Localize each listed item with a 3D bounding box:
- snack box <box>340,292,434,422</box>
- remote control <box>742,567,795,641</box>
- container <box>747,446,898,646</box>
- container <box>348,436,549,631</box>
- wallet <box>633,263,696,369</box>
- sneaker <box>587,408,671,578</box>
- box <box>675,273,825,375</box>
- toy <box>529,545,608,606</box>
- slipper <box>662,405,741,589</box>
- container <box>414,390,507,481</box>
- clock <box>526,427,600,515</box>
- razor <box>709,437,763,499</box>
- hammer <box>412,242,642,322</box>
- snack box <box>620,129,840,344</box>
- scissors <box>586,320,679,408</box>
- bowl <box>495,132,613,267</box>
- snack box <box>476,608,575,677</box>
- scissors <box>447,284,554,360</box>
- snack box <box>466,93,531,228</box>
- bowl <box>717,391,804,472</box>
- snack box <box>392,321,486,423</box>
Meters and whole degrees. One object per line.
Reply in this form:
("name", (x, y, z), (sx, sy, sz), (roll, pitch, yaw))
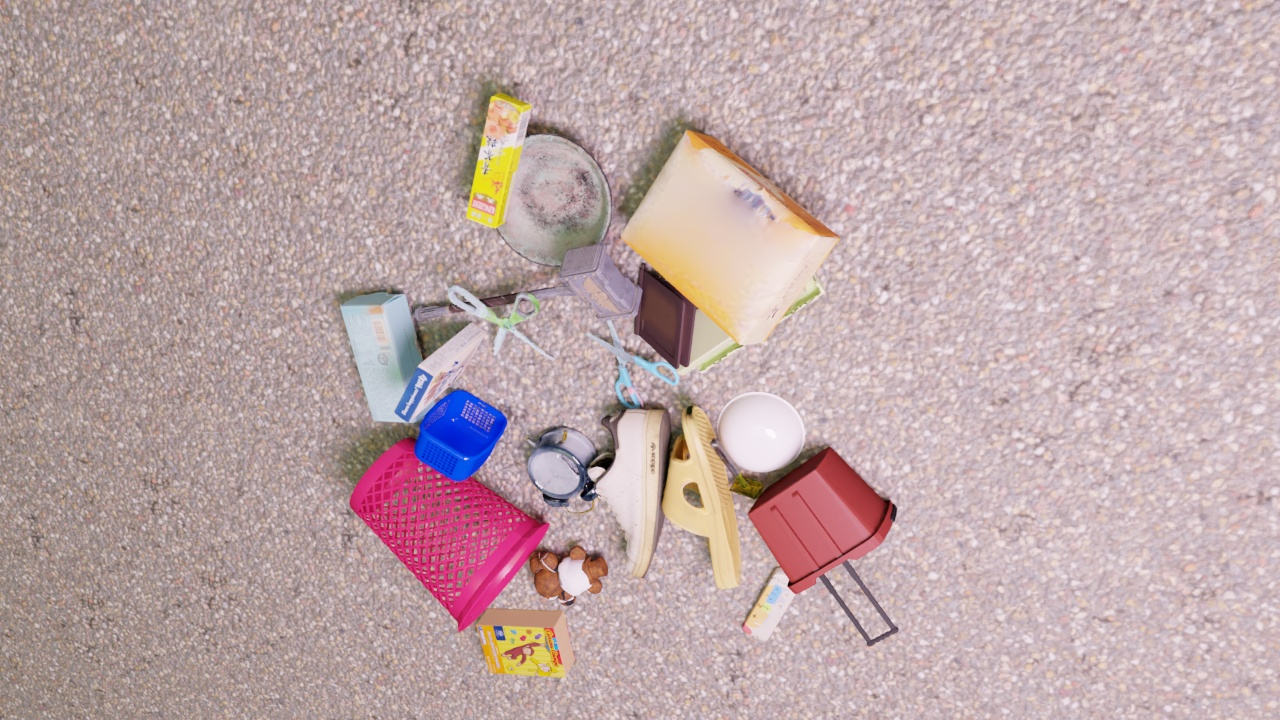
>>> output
("snack box", (-0.338, -0.003, 1.232), (0.075, 0.053, 0.175), (0, 112, 27))
("remote control", (0.176, 0.329, 1.234), (0.038, 0.018, 0.126), (26, 119, 6))
("container", (0.240, 0.224, 1.106), (0.148, 0.126, 0.201), (-40, 86, 28))
("container", (-0.270, 0.223, 1.254), (0.226, 0.182, 0.184), (38, 118, 8))
("wallet", (0.024, -0.052, 1.079), (0.115, 0.018, 0.092), (40, 132, 51))
("sneaker", (-0.020, 0.172, 1.187), (0.102, 0.088, 0.242), (8, 111, 8))
("box", (0.117, -0.057, 1.069), (0.188, 0.089, 0.077), (-36, 78, 29))
("toy", (-0.100, 0.301, 1.289), (0.113, 0.067, 0.087), (-21, 105, 15))
("slipper", (0.071, 0.175, 1.155), (0.078, 0.099, 0.263), (-8, 114, 16))
("container", (-0.241, 0.103, 1.218), (0.096, 0.114, 0.058), (31, 124, 3))
("clock", (-0.100, 0.150, 1.228), (0.090, 0.052, 0.129), (-14, 112, 23))
("razor", (0.111, 0.130, 1.125), (0.042, 0.026, 0.106), (15, 151, 45))
("hammer", (-0.161, -0.076, 1.138), (0.323, 0.044, 0.098), (-7, 146, 30))
("snack box", (0.089, -0.133, 0.984), (0.195, 0.080, 0.145), (44, 115, 22))
("scissors", (-0.005, 0.006, 1.138), (0.126, 0.015, 0.136), (0, 127, 32))
("bowl", (-0.103, -0.192, 1.086), (0.157, 0.038, 0.158), (7, 114, 15))
("snack box", (-0.171, 0.421, 1.372), (0.126, 0.040, 0.088), (-4, 111, 19))
("scissors", (-0.172, -0.048, 1.143), (0.168, 0.023, 0.172), (18, 148, -14))
("snack box", (-0.163, -0.227, 1.050), (0.040, 0.028, 0.148), (22, 117, 8))
("bowl", (0.145, 0.097, 1.130), (0.110, 0.040, 0.110), (7, 114, 15))
("snack box", (-0.252, 0.012, 1.160), (0.026, 0.149, 0.082), (36, 119, -1))
